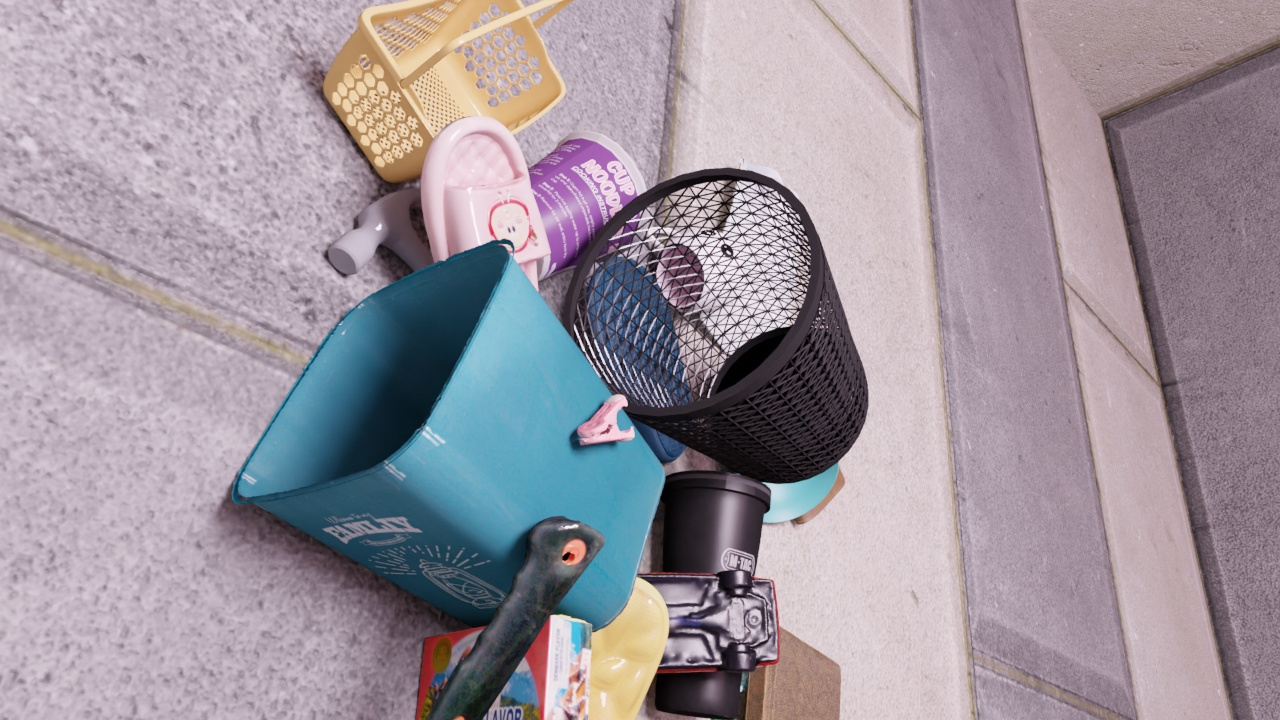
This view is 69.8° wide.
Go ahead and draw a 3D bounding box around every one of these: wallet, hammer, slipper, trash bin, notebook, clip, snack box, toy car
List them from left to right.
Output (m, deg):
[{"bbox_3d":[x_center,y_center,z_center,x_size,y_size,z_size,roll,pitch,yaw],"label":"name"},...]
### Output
[{"bbox_3d":[-0.125,0.236,0.534,0.133,0.033,0.333,37,82,-34],"label":"hammer"},{"bbox_3d":[-0.112,0.072,0.642,0.218,0.197,0.198,49,43,-31],"label":"trash bin"},{"bbox_3d":[-0.095,0.250,0.605,0.040,0.143,0.144,24,57,-39],"label":"snack box"},{"bbox_3d":[-0.122,-0.014,0.785,0.311,0.030,0.124,51,43,-21],"label":"hammer"},{"bbox_3d":[-0.110,-0.079,0.720,0.106,0.056,0.222,-31,121,-48],"label":"slipper"},{"bbox_3d":[-0.045,0.280,0.656,0.099,0.079,0.262,29,70,-17],"label":"slipper"},{"bbox_3d":[-0.021,0.047,0.612,0.050,0.023,0.058,60,31,-29],"label":"clip"},{"bbox_3d":[-0.005,0.005,0.887,0.103,0.059,0.214,-43,121,-44],"label":"slipper"},{"bbox_3d":[0.024,0.217,0.763,0.189,0.056,0.081,1,72,-7],"label":"toy car"},{"bbox_3d":[0.088,-0.007,0.804,0.243,0.217,0.216,42,43,-52],"label":"trash bin"},{"bbox_3d":[0.135,0.369,0.891,0.190,0.035,0.214,41,46,-36],"label":"notebook"},{"bbox_3d":[0.195,0.127,1.086,0.120,0.027,0.098,-28,93,-50],"label":"wallet"}]

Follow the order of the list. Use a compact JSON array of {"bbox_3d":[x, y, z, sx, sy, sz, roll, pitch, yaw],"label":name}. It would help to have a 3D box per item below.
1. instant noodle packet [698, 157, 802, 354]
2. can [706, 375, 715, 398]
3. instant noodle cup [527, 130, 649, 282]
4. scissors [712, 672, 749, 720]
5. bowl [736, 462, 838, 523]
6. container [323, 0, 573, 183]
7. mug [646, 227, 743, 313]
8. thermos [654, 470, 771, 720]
[{"bbox_3d":[0.139,-0.114,1.121,0.147,0.057,0.268,37,54,-30],"label":"instant noodle packet"},{"bbox_3d":[0.146,0.032,0.976,0.080,0.146,0.080,23,57,-41],"label":"can"},{"bbox_3d":[-0.077,-0.124,0.835,0.121,0.122,0.137,-38,147,-40],"label":"instant noodle cup"},{"bbox_3d":[0.084,0.326,0.881,0.116,0.012,0.129,-11,82,-51],"label":"scissors"},{"bbox_3d":[0.150,0.115,1.000,0.121,0.121,0.046,39,12,-31],"label":"bowl"},{"bbox_3d":[-0.141,-0.241,0.754,0.129,0.167,0.182,57,40,-14],"label":"container"},{"bbox_3d":[0.057,-0.107,0.994,0.076,0.090,0.124,-16,54,-43],"label":"mug"},{"bbox_3d":[0.061,0.210,0.843,0.105,0.106,0.218,28,59,-38],"label":"thermos"}]
